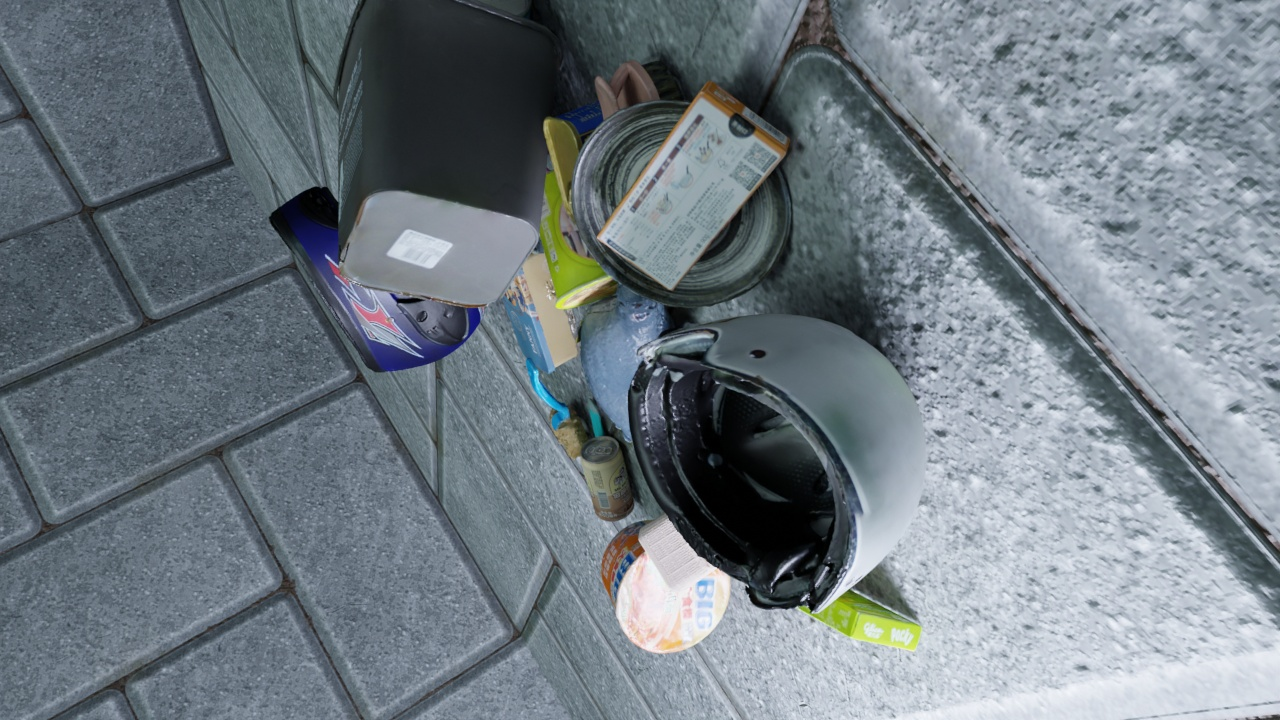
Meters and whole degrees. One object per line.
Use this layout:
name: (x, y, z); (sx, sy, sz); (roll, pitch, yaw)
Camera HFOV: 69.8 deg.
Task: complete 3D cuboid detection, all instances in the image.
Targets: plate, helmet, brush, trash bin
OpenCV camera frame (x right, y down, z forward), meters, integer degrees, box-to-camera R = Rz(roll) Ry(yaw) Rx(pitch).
plate: (0.031, -0.122, 0.729); (0.179, 0.024, 0.180); (9, 127, 13)
helmet: (-0.339, -0.139, 1.291); (0.247, 0.240, 0.316); (46, 164, 35)
brush: (-0.119, 0.065, 1.268); (0.083, 0.046, 0.255); (57, 174, 29)
trash bin: (-0.185, -0.187, 0.848); (0.200, 0.198, 0.219); (-45, 41, 52)
brush: (0.005, -0.174, 0.761); (0.063, 0.073, 0.146); (34, 146, 51)
helmet: (0.113, 0.060, 0.699); (0.230, 0.156, 0.275); (65, 160, 0)

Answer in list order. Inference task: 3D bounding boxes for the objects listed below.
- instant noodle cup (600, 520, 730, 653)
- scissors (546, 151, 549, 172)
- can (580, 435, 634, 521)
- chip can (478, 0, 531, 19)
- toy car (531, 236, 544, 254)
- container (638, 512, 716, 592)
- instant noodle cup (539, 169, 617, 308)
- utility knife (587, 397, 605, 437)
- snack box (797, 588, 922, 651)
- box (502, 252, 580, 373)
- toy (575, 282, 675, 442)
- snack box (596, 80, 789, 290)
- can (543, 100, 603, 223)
instant noodle cup: (0.023, 0.277, 1.165); (0.111, 0.151, 0.151); (27, 140, 67)
scissors: (-0.075, -0.233, 0.942); (0.137, 0.017, 0.073); (5, 112, 58)
can: (-0.046, 0.166, 1.278); (0.058, 0.058, 0.116); (35, 146, 47)
chip can: (-0.152, -0.294, 0.955); (0.071, 0.071, 0.211); (53, 156, 18)
toy car: (-0.136, -0.168, 1.113); (0.090, 0.034, 0.043); (49, 152, 22)
container: (0.066, 0.200, 1.049); (0.090, 0.089, 0.111); (57, 154, 11)
instant noodle cup: (-0.053, -0.128, 0.908); (0.123, 0.111, 0.112); (69, 158, 4)
utility knife: (-0.053, 0.127, 1.305); (0.029, 0.013, 0.182); (41, 149, 46)
snack box: (0.176, 0.225, 0.860); (0.156, 0.085, 0.026); (15, 87, 59)
box: (-0.134, -0.070, 1.189); (0.090, 0.061, 0.184); (29, 140, 53)
toy: (-0.006, 0.006, 0.962); (0.138, 0.091, 0.357); (45, 157, 31)
snack box: (0.036, -0.127, 0.691); (0.075, 0.026, 0.154); (35, 129, -8)
can: (-0.029, -0.179, 0.812); (0.057, 0.083, 0.102); (32, 144, 50)
